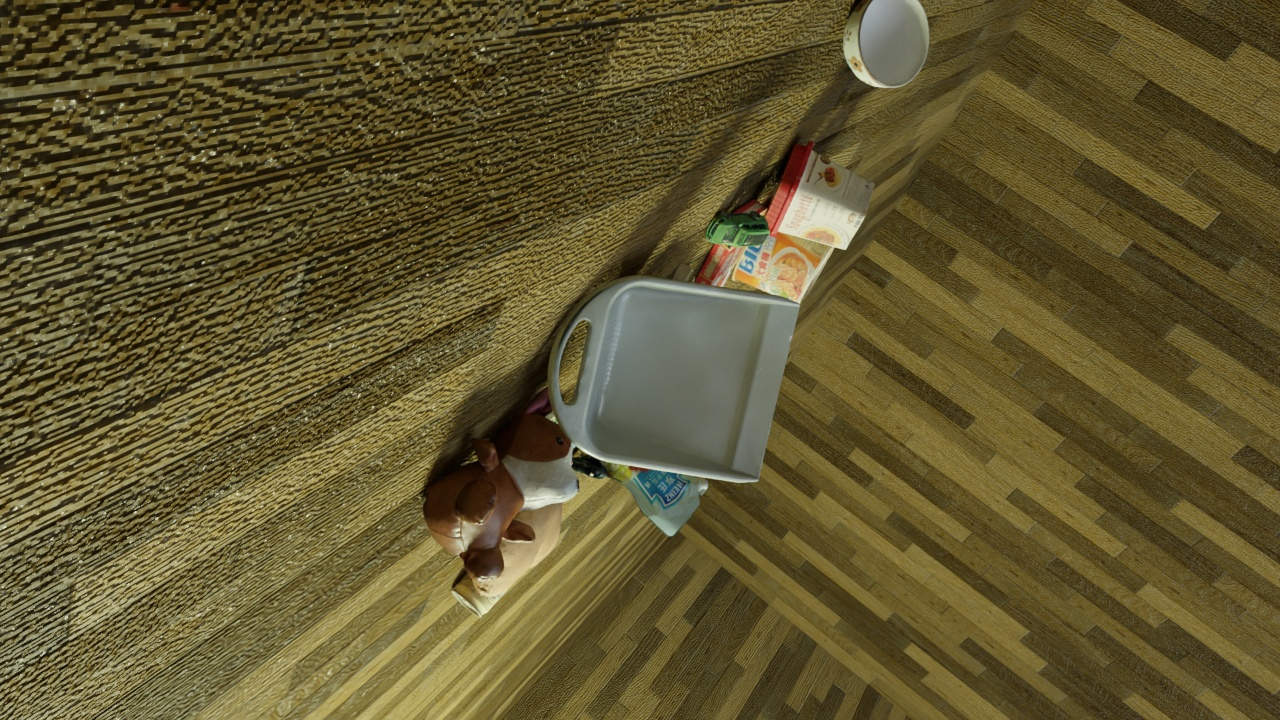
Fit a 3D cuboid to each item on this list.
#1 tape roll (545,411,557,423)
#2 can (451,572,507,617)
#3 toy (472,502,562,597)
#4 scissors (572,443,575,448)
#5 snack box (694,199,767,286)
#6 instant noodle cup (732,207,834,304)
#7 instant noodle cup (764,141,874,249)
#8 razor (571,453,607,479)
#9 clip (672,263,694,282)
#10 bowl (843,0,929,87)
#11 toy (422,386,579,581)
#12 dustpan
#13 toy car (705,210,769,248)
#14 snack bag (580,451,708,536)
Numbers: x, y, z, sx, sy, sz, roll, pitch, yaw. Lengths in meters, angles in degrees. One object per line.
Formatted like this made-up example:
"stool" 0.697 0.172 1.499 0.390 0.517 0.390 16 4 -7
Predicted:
"tape roll" -0.124 0.094 1.116 0.085 0.014 0.086 -49 167 -16
"can" -0.206 0.299 1.292 0.116 0.058 0.059 -46 166 -25
"toy" -0.148 0.222 1.224 0.144 0.082 0.225 -63 166 22
"scissors" -0.108 0.128 1.267 0.134 0.017 0.113 -51 163 -4
"snack box" 0.122 -0.152 1.298 0.075 0.025 0.153 -39 162 -49
"instant noodle cup" 0.226 -0.163 1.408 0.151 0.111 0.151 -56 170 -15
"instant noodle cup" 0.250 -0.223 1.282 0.117 0.124 0.116 110 3 -55
"razor" -0.048 0.103 1.337 0.067 0.062 0.168 -99 -147 -64
"clip" 0.038 -0.077 1.192 0.100 0.035 0.072 -56 167 -5
"bowl" 0.287 -0.388 1.111 0.113 0.113 0.062 -50 -149 -10
"toy" -0.130 0.125 0.963 0.199 0.130 0.140 -49 150 -50
"dustpan" 0.034 0.019 0.998 0.142 0.258 0.223 -77 179 -84
"toy car" 0.127 -0.169 1.195 0.091 0.036 0.043 -4 140 -31
"snack bag" 0.009 0.171 1.404 0.110 0.191 0.039 -44 167 -33
